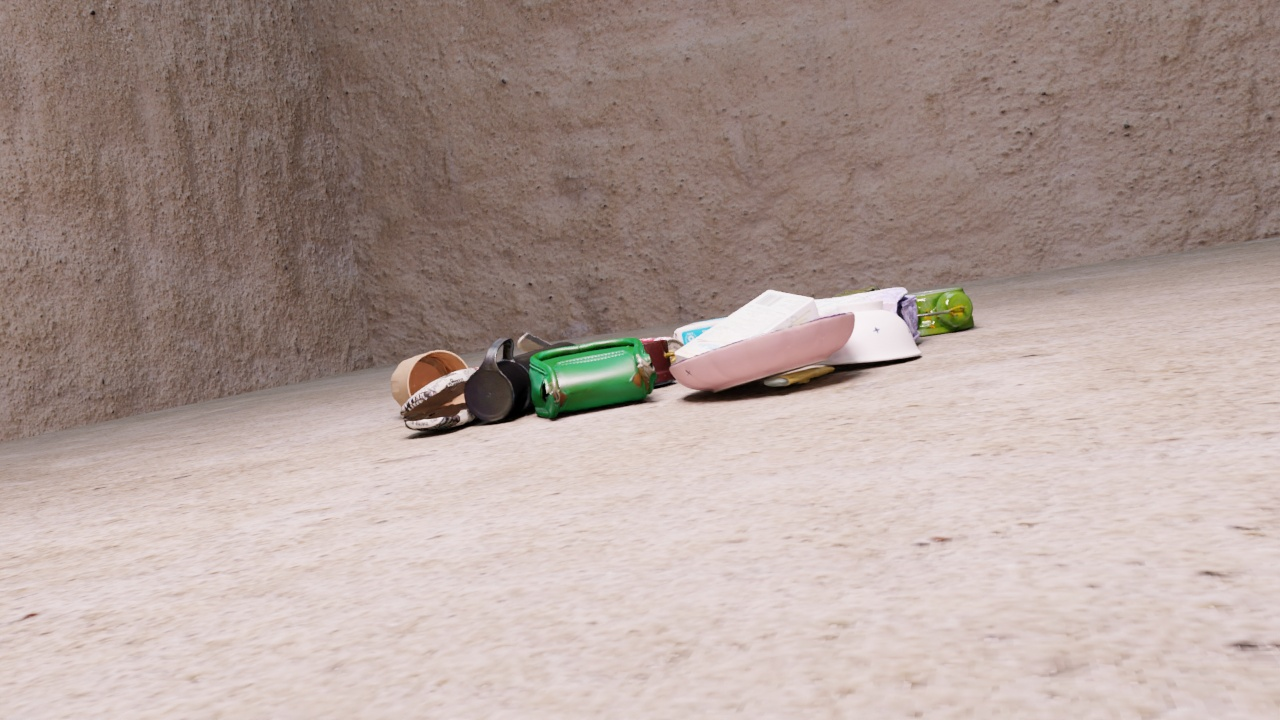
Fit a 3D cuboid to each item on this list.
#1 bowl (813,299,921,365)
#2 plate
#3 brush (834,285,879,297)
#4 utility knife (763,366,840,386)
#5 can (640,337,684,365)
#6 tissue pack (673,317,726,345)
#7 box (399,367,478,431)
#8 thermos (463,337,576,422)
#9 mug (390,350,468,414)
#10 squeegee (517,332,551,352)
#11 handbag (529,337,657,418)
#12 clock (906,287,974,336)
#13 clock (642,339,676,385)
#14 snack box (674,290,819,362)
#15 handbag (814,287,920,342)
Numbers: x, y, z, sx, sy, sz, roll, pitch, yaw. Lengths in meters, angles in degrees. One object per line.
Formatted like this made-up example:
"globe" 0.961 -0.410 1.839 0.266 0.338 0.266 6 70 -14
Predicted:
"bowl" 0.244 -0.032 1.008 0.118 0.064 0.118 -6 1 0
"plate" 0.125 -0.002 0.922 0.192 0.039 0.192 -16 -4 -1
"brush" 0.301 -0.060 1.293 0.063 0.073 0.145 -7 9 30
"utility knife" 0.166 0.013 0.923 0.031 0.019 0.177 -2 8 32
"can" 0.009 -0.003 1.256 0.053 0.053 0.133 -11 4 -30
"tissue pack" 0.118 -0.027 1.283 0.140 0.063 0.089 -8 5 29
"box" -0.218 0.037 1.034 0.075 0.077 0.163 -13 5 16
"thermos" -0.128 0.012 1.093 0.068 0.090 0.242 9 8 14
"mug" -0.259 0.036 1.209 0.124 0.084 0.104 16 -10 -27
"squeegee" -0.209 0.036 1.309 0.247 0.039 0.246 -14 -17 18
"handbag" -0.052 0.018 0.984 0.131 0.068 0.120 -10 5 -13
"clock" 0.393 -0.065 1.255 0.116 0.056 0.161 -9 4 17
"clock" -0.007 0.007 1.136 0.081 0.055 0.122 -11 3 -30
"snack box" 0.125 -0.031 1.078 0.156 0.027 0.085 -34 27 -21
"handbag" 0.242 -0.044 1.146 0.194 0.075 0.134 -8 6 29
